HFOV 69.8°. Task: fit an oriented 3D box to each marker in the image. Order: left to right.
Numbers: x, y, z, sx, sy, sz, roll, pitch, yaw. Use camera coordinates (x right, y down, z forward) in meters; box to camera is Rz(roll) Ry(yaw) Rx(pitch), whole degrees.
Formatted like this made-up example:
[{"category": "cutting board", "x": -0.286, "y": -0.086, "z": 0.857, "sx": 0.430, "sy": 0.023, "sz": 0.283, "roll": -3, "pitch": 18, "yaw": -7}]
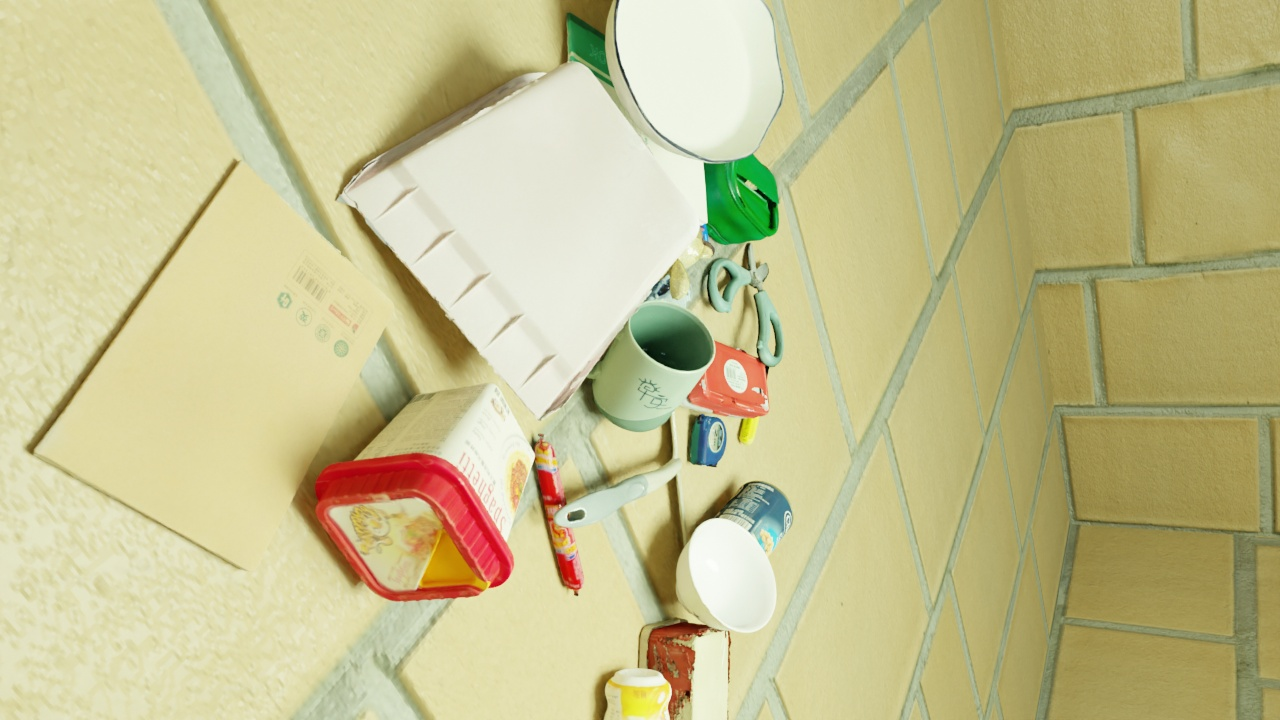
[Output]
[{"category": "marker", "x": 0.142, "y": 0.047, "z": 1.134, "sx": 0.015, "sy": 0.018, "sz": 0.123, "roll": 53, "pitch": 46, "yaw": -48}]

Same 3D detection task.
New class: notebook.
[{"category": "notebook", "x": -0.241, "y": 0.003, "z": 0.560, "sx": 0.148, "sy": 0.008, "sz": 0.207, "roll": 50, "pitch": 49, "yaw": -43}, {"category": "notebook", "x": 0.000, "y": -0.232, "z": 0.905, "sx": 0.208, "sy": 0.012, "sz": 0.150, "roll": 14, "pitch": 67, "yaw": -51}]

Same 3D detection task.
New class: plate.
[{"category": "plate", "x": 0.049, "y": -0.285, "z": 0.862, "sx": 0.204, "sy": 0.046, "sz": 0.205, "roll": 3, "pitch": 86, "yaw": -36}]

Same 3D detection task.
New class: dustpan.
[{"category": "dustpan", "x": -0.074, "y": -0.115, "z": 0.748, "sx": 0.273, "sy": 0.139, "sz": 0.222, "roll": -40, "pitch": 105, "yaw": -16}]

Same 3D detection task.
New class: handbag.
[{"category": "handbag", "x": 0.107, "y": -0.202, "z": 1.056, "sx": 0.131, "sy": 0.068, "sz": 0.120, "roll": 34, "pitch": 53, "yaw": -50}]

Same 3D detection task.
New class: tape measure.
[{"category": "tape measure", "x": 0.074, "y": 0.089, "z": 1.022, "sx": 0.054, "sy": 0.025, "sz": 0.058, "roll": 12, "pitch": 83, "yaw": -58}]

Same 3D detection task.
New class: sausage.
[{"category": "sausage", "x": -0.072, "y": 0.137, "z": 0.803, "sx": 0.020, "sy": 0.020, "sz": 0.156, "roll": -32, "pitch": 114, "yaw": -53}]

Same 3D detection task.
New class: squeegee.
[{"category": "squeegee", "x": -0.002, "y": 0.116, "z": 0.872, "sx": 0.246, "sy": 0.039, "sz": 0.246, "roll": -16, "pitch": 102, "yaw": -61}]

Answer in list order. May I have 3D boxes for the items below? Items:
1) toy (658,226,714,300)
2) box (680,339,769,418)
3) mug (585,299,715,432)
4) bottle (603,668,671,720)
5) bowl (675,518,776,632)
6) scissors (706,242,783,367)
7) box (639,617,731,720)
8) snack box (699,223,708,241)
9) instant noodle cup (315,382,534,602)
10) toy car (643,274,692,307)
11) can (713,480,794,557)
[{"category": "toy", "x": -0.003, "y": -0.087, "z": 0.853, "sx": 0.156, "sy": 0.105, "sz": 0.066, "roll": -32, "pitch": 162, "yaw": -30}, {"category": "box", "x": 0.090, "y": 0.019, "z": 1.031, "sx": 0.201, "sy": 0.049, "sz": 0.087, "roll": 16, "pitch": 66, "yaw": -61}, {"category": "mug", "x": -0.005, "y": 0.005, "z": 0.833, "sx": 0.111, "sy": 0.107, "sz": 0.082, "roll": 18, "pitch": 48, "yaw": -15}, {"category": "bottle", "x": -0.004, "y": 0.347, "z": 0.858, "sx": 0.063, "sy": 0.063, "sz": 0.108, "roll": 11, "pitch": 80, "yaw": -56}, {"category": "bowl", "x": 0.075, "y": 0.229, "z": 0.944, "sx": 0.118, "sy": 0.065, "sz": 0.118, "roll": 23, "pitch": 48, "yaw": -29}, {"category": "scissors", "x": 0.139, "y": -0.064, "z": 1.104, "sx": 0.177, "sy": 0.019, "sz": 0.173, "roll": 60, "pitch": 34, "yaw": -7}, {"category": "box", "x": 0.050, "y": 0.353, "z": 0.925, "sx": 0.091, "sy": 0.079, "sz": 0.168, "roll": 11, "pitch": 79, "yaw": -57}, {"category": "snack box", "x": 0.020, "y": -0.141, "z": 0.947, "sx": 0.156, "sy": 0.026, "sz": 0.084, "roll": -32, "pitch": 115, "yaw": -53}, {"category": "instant noodle cup", "x": -0.137, "y": 0.085, "z": 0.631, "sx": 0.124, "sy": 0.117, "sz": 0.116, "roll": -67, "pitch": 141, "yaw": -50}, {"category": "toy car", "x": 0.016, "y": -0.046, "z": 0.930, "sx": 0.120, "sy": 0.037, "sz": 0.054, "roll": -55, "pitch": 132, "yaw": -38}, {"category": "can", "x": 0.118, "y": 0.195, "z": 1.039, "sx": 0.110, "sy": 0.075, "sz": 0.075, "roll": -35, "pitch": 118, "yaw": -51}]
